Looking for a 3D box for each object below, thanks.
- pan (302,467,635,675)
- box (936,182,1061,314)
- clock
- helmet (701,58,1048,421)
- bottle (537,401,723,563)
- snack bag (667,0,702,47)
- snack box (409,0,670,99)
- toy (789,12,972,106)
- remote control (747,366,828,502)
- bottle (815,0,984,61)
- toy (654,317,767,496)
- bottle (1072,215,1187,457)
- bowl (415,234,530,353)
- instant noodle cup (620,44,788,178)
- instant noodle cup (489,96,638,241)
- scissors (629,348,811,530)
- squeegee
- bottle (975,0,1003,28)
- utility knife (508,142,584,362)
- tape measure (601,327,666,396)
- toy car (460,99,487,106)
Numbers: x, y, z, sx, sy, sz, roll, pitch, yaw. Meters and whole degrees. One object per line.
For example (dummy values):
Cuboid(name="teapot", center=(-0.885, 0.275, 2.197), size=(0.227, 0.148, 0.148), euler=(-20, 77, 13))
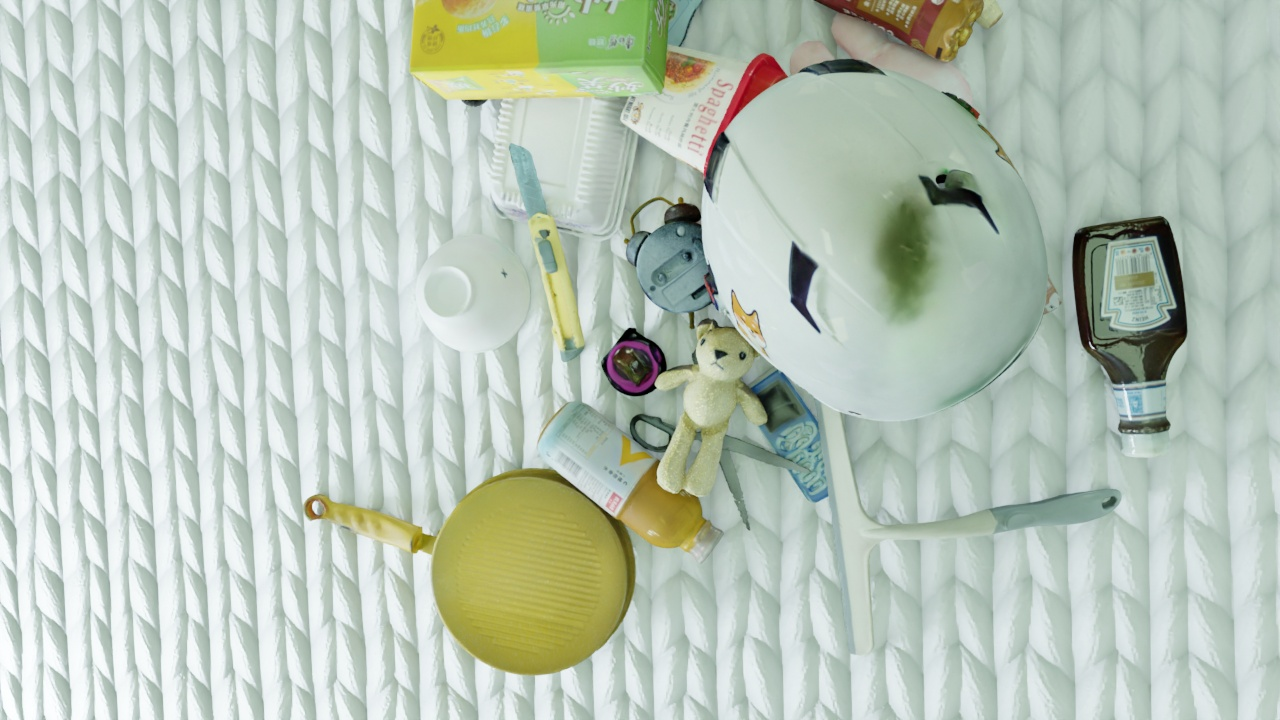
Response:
Cuboid(name="pan", center=(-0.180, 0.187, 0.907), size=(0.357, 0.078, 0.197), euler=(12, 92, 6))
Cuboid(name="box", center=(0.210, -0.098, 0.749), size=(0.182, 0.151, 0.174), euler=(-27, 104, 12))
Cuboid(name="clock", center=(0.035, -0.094, 0.838), size=(0.082, 0.055, 0.122), euler=(-36, 84, 13))
Cuboid(name="helmet", center=(0.146, -0.095, 0.623), size=(0.230, 0.156, 0.274), euler=(-35, 73, 10))
Cuboid(name="bottle", center=(-0.008, 0.115, 0.851), size=(0.189, 0.068, 0.068), euler=(37, 100, 9))
Cuboid(name="snack bag", center=(0.022, -0.352, 0.836), size=(0.110, 0.038, 0.191), euler=(42, 105, -1))
Cuboid(name="snack box", center=(-0.082, -0.307, 0.769), size=(0.210, 0.070, 0.157), euler=(3, 88, 15))
Cuboid(name="toy", center=(0.205, -0.232, 0.792), size=(0.121, 0.054, 0.159), euler=(-37, 73, 8))
Cuboid(name="remote control", center=(0.141, 0.067, 0.836), size=(0.049, 0.024, 0.125), euler=(-35, 81, 13))
Cuboid(name="bottle", center=(0.194, -0.311, 0.765), size=(0.175, 0.057, 0.057), euler=(33, 99, 18))
Cuboid(name="toy", center=(0.057, 0.044, 0.806), size=(0.105, 0.066, 0.157), euler=(18, 93, 13))
Cuboid(name="bottle", center=(0.409, -0.018, 0.762), size=(0.080, 0.044, 0.195), euler=(-7, 92, 13))
Cuboid(name="bowl", center=(-0.173, -0.065, 0.882), size=(0.118, 0.064, 0.118), euler=(1, 93, 13))
Cuboid(name="instant noodle cup", center=(0.061, -0.214, 0.804), size=(0.124, 0.116, 0.116), euler=(29, 99, 23))
Cuboid(name="instant noodle cup", center=(-0.075, -0.204, 0.844), size=(0.138, 0.060, 0.173), euler=(15, 106, 13))
Cuboid(name="scissors", center=(0.073, 0.068, 0.846), size=(0.179, 0.014, 0.159), euler=(14, 100, 20))
Cuboid(name="squeegee", center=(0.290, 0.138, 0.788), size=(0.247, 0.039, 0.246), euler=(-8, 102, 7))
Cuboid(name="bottle", center=(0.250, -0.339, 0.776), size=(0.067, 0.066, 0.149), euler=(-44, 90, 11))
Cuboid(name="utility knife", center=(-0.085, -0.096, 0.847), size=(0.031, 0.022, 0.216), euler=(-10, 111, 6))
Cuboid(name="tape measure", center=(-0.005, 0.005, 0.859), size=(0.058, 0.039, 0.057), euler=(43, 100, 8))
Cuboid(name="toy car", center=(-0.138, -0.316, 0.859), size=(0.042, 0.070, 0.158), euler=(26, 97, 11))
